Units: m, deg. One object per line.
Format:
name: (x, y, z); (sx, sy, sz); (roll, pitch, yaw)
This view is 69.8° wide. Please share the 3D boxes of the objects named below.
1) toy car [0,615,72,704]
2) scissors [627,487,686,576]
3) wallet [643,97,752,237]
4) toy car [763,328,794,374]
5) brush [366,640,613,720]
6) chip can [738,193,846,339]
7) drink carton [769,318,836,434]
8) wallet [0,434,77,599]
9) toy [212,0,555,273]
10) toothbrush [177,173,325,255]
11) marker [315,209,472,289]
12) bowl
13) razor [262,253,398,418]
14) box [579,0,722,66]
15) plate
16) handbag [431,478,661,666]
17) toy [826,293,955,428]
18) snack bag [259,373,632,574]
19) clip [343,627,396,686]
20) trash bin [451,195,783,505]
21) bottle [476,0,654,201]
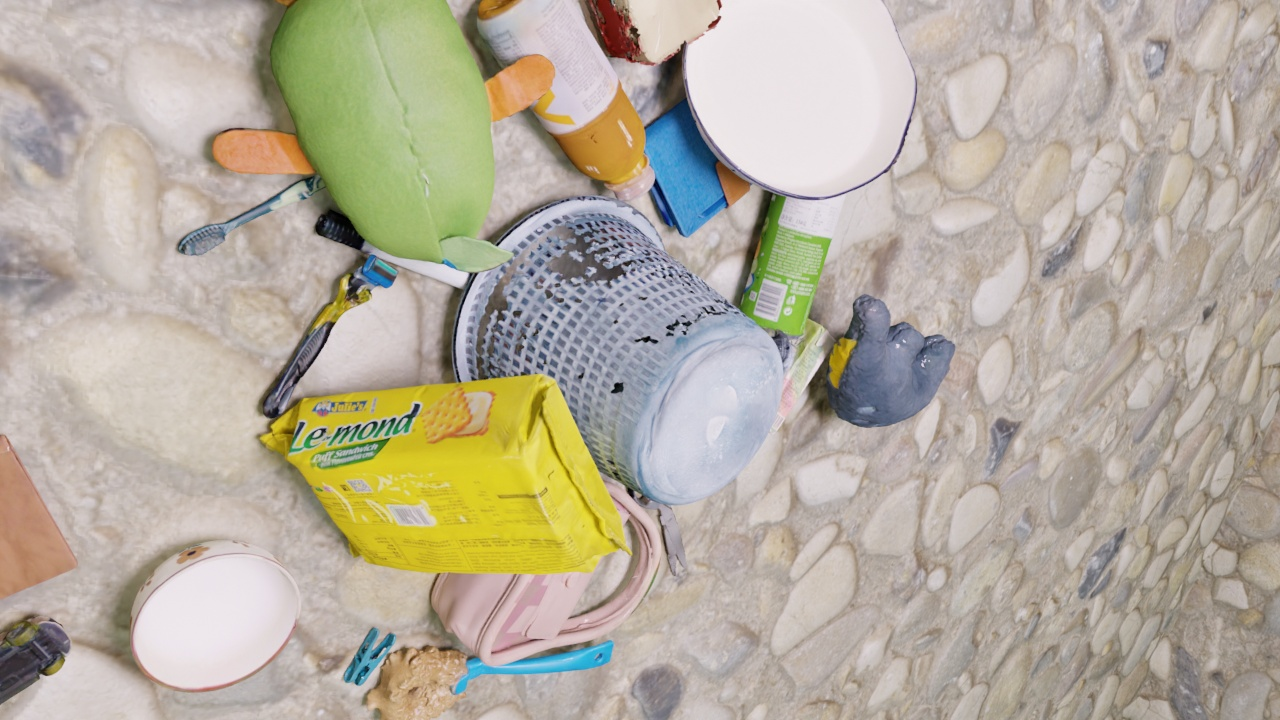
toy car: (-0.432, 0.206, 0.615); (0.090, 0.035, 0.042); (-33, 130, -22)
scissors: (0.021, 0.168, 0.971); (0.145, 0.014, 0.172); (7, 110, -41)
wallet: (0.062, -0.186, 0.808); (0.133, 0.040, 0.106); (-40, 126, -15)
toy car: (0.087, 0.005, 0.874); (0.121, 0.054, 0.037); (-13, 133, 20)
brush: (-0.134, 0.299, 0.882); (0.254, 0.046, 0.083); (2, 107, -33)
chip can: (0.155, -0.142, 0.878); (0.072, 0.072, 0.236); (1, 111, -38)
drink carton: (0.148, 0.012, 0.961); (0.122, 0.053, 0.045); (-56, 137, -2)
wallet: (-0.432, 0.112, 0.582); (0.101, 0.020, 0.115); (-25, 127, -25)
toy: (-0.163, -0.170, 0.594); (0.227, 0.090, 0.247); (-18, 117, -10)
toothbrush: (-0.224, -0.119, 0.629); (0.191, 0.018, 0.016); (-33, 128, -21)
marker: (-0.178, -0.080, 0.684); (0.130, 0.018, 0.023); (19, 118, -41)
bowl: (-0.316, 0.178, 0.675); (0.113, 0.062, 0.114); (-18, 121, -32)
razor: (-0.233, -0.018, 0.671); (0.142, 0.022, 0.042); (-54, 165, -2)
box: (-0.005, -0.307, 0.665); (0.091, 0.079, 0.168); (-38, 129, -18)
plate: (0.130, -0.231, 0.772); (0.204, 0.046, 0.205); (1, 86, -15)
handbag: (-0.065, 0.199, 0.879); (0.193, 0.093, 0.234); (-56, 140, 0)
toy: (0.274, 0.013, 1.020); (0.138, 0.091, 0.355); (-54, 150, 13)
snack bag: (-0.142, 0.094, 0.671); (0.068, 0.247, 0.158); (-72, 149, -46)
clip: (-0.240, 0.262, 0.810); (0.041, 0.014, 0.056); (35, 89, -42)
trash bin: (-0.004, 0.004, 0.729); (0.226, 0.195, 0.227); (-22, 127, -32)
bottle: (-0.047, -0.199, 0.693); (0.068, 0.068, 0.189); (-47, 132, -10)
